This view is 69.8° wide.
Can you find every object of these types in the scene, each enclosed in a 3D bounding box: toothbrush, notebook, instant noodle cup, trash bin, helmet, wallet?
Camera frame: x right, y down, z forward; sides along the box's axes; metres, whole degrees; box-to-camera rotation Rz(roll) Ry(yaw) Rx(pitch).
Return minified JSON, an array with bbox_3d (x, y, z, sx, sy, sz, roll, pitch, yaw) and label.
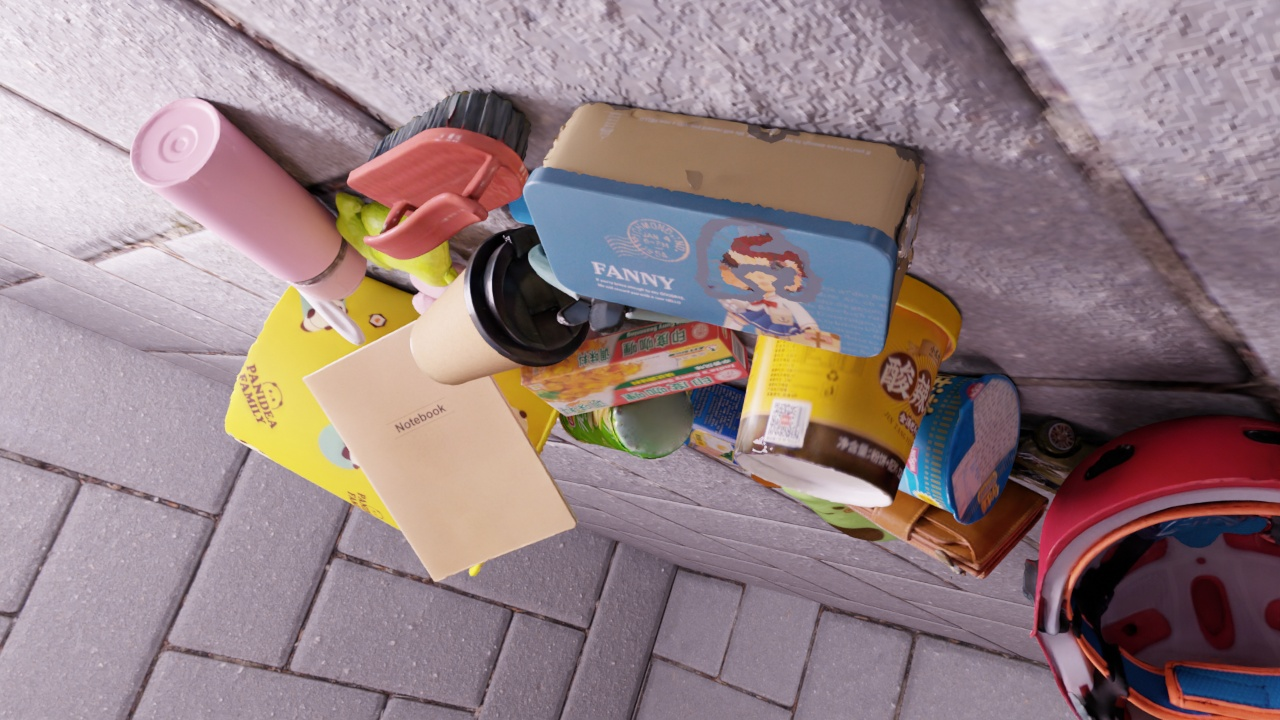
[{"bbox_3d":[-0.294,-0.077,0.757,0.180,0.016,0.016,45,172,-4],"label":"toothbrush"},{"bbox_3d":[-0.161,0.074,0.744,0.148,0.008,0.208,-24,105,17],"label":"notebook"},{"bbox_3d":[0.182,0.046,0.619,0.110,0.099,0.099,15,167,45],"label":"instant noodle cup"},{"bbox_3d":[-0.219,0.043,0.859,0.255,0.229,0.230,26,165,-6],"label":"trash bin"},{"bbox_3d":[0.339,0.115,0.548,0.207,0.143,0.240,-14,120,26],"label":"helmet"},{"bbox_3d":[0.201,0.099,0.650,0.131,0.035,0.118,29,-143,35],"label":"wallet"},{"bbox_3d":[0.113,0.016,0.533,0.118,0.114,0.118,18,165,5],"label":"instant noodle cup"}]

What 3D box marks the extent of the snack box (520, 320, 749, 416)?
[{"bbox_3d":[-0.004,0.004,0.689,0.156,0.027,0.077,-13,154,19],"label":"snack box"}]

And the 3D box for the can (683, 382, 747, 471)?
[{"bbox_3d":[0.075,0.057,0.841,0.083,0.057,0.102,21,165,0],"label":"can"}]

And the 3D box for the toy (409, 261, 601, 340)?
[{"bbox_3d":[-0.106,-0.035,0.730,0.159,0.054,0.121,22,155,-3],"label":"toy"}]

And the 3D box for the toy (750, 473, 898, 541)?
[{"bbox_3d":[0.198,0.111,0.822,0.228,0.089,0.246,-8,155,40],"label":"toy"}]

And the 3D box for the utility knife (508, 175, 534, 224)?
[{"bbox_3d":[0.019,-0.078,0.493,0.218,0.018,0.034,11,148,27],"label":"utility knife"}]

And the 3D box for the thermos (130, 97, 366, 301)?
[{"bbox_3d":[-0.273,-0.111,0.663,0.087,0.067,0.198,47,178,22],"label":"thermos"}]

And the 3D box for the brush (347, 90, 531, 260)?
[{"bbox_3d":[-0.108,-0.093,0.493,0.063,0.069,0.146,27,163,-31],"label":"brush"}]

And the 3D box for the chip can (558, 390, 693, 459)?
[{"bbox_3d":[-0.019,0.048,0.837,0.072,0.072,0.221,23,172,-15],"label":"chip can"}]

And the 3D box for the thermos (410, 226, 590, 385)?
[{"bbox_3d":[-0.101,-0.029,0.631,0.093,0.092,0.144,27,151,-30],"label":"thermos"}]

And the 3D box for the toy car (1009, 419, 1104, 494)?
[{"bbox_3d":[0.325,0.080,0.653,0.158,0.042,0.070,15,166,4],"label":"toy car"}]

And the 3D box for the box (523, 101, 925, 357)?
[{"bbox_3d":[0.033,-0.063,0.425,0.184,0.060,0.090,11,150,20],"label":"box"}]

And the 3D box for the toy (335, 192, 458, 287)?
[{"bbox_3d":[-0.178,-0.087,0.663,0.100,0.031,0.097,-6,133,49],"label":"toy"}]

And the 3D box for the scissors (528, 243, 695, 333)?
[{"bbox_3d":[-0.002,-0.035,0.517,0.143,0.019,0.179,15,-163,-8],"label":"scissors"}]
